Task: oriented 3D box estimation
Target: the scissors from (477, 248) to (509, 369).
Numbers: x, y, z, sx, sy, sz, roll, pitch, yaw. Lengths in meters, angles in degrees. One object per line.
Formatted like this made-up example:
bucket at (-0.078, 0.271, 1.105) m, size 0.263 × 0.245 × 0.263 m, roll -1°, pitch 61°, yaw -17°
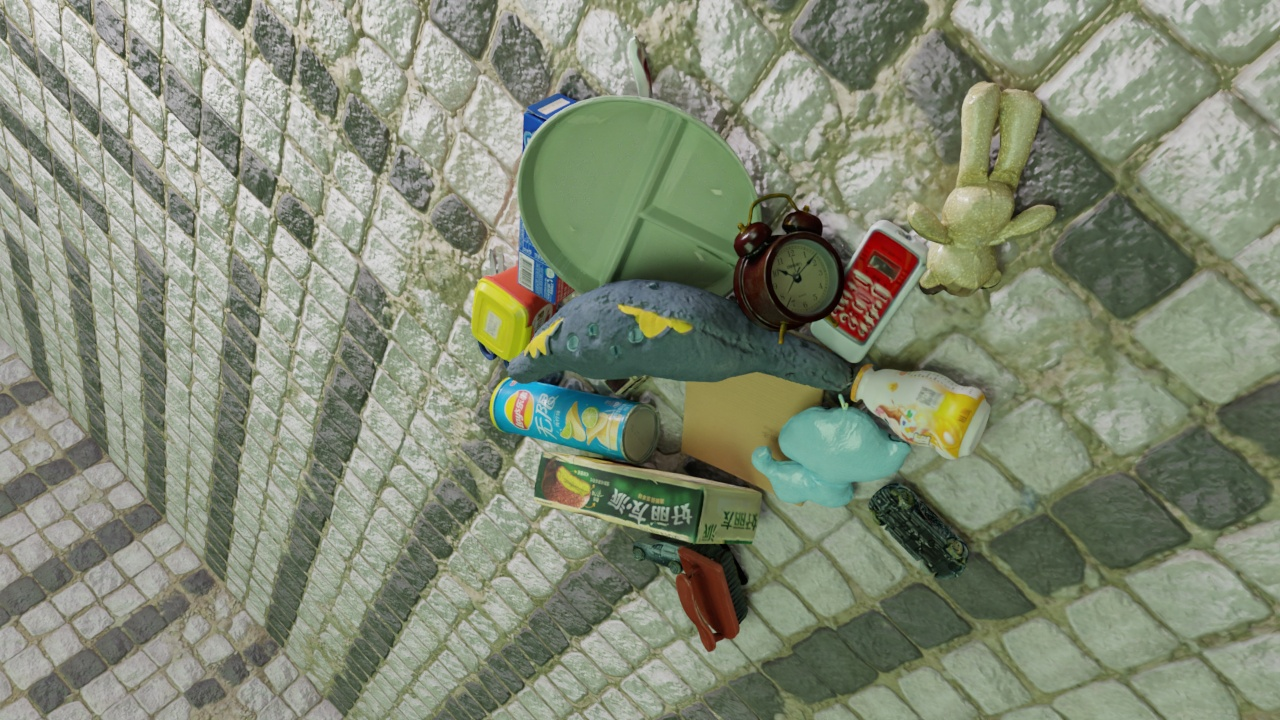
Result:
scissors at (-0.180, -0.063, 1.114) m, size 0.126 × 0.012 × 0.173 m, roll 0°, pitch 118°, yaw 42°

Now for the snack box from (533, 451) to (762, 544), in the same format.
snack box at (0.003, 0.150, 1.021) m, size 0.241 × 0.114 × 0.063 m, roll 6°, pitch 84°, yaw 39°

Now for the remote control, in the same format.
remote control at (0.191, -0.055, 0.772) m, size 0.056 × 0.020 × 0.136 m, roll 38°, pitch 138°, yaw 13°

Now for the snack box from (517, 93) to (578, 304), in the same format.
snack box at (-0.084, -0.156, 0.918) m, size 0.057 × 0.058 × 0.208 m, roll 30°, pitch 137°, yaw 22°

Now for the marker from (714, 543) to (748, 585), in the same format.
marker at (0.093, 0.213, 1.072) m, size 0.018 × 0.015 × 0.124 m, roll -14°, pitch 112°, yaw 49°

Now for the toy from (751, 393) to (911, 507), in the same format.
toy at (0.177, 0.090, 0.870) m, size 0.162 × 0.049 × 0.156 m, roll 7°, pitch 138°, yaw 28°

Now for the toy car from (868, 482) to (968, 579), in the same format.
toy car at (0.262, 0.159, 0.860) m, size 0.105 × 0.031 × 0.049 m, roll 46°, pitch 141°, yaw 7°

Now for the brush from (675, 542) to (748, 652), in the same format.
brush at (0.082, 0.281, 1.079) m, size 0.063 × 0.069 × 0.146 m, roll 19°, pitch 139°, yaw 41°

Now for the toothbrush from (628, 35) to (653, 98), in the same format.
toothbrush at (0.019, -0.197, 0.826) m, size 0.017 × 0.016 × 0.188 m, roll 3°, pitch 122°, yaw 32°

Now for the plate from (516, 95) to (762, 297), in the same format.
plate at (-0.001, -0.136, 0.831) m, size 0.230 × 0.027 × 0.231 m, roll 11°, pitch 133°, yaw 12°

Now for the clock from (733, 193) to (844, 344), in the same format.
clock at (0.121, -0.079, 0.765) m, size 0.055 × 0.082 × 0.122 m, roll 176°, pitch 78°, yaw -71°

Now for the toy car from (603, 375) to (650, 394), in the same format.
toy car at (-0.006, 0.006, 0.989) m, size 0.042 × 0.035 × 0.091 m, roll 49°, pitch 138°, yaw 0°

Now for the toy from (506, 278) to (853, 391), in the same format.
toy at (0.015, -0.016, 0.854) m, size 0.357 × 0.091 × 0.138 m, roll 2°, pitch 144°, yaw 22°

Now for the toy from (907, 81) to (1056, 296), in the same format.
toy at (0.240, -0.118, 0.654) m, size 0.105 × 0.066 × 0.157 m, roll -2°, pitch 124°, yaw -6°

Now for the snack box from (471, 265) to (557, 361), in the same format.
snack box at (-0.140, -0.058, 1.027) m, size 0.082 × 0.079 × 0.091 m, roll 36°, pitch 138°, yaw 15°

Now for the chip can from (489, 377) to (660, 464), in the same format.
chip can at (-0.080, 0.068, 1.076) m, size 0.211 × 0.071 × 0.071 m, roll 10°, pitch 126°, yaw 38°

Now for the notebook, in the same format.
notebook at (0.111, 0.042, 0.928) m, size 0.149 × 0.012 × 0.212 m, roll 24°, pitch 133°, yaw 26°

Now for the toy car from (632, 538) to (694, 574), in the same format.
toy car at (0.032, 0.236, 1.125) m, size 0.091 × 0.042 × 0.034 m, roll 10°, pitch 99°, yaw 34°

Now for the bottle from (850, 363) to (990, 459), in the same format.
bottle at (0.233, 0.038, 0.771) m, size 0.108 × 0.063 × 0.063 m, roll 25°, pitch 134°, yaw 28°
